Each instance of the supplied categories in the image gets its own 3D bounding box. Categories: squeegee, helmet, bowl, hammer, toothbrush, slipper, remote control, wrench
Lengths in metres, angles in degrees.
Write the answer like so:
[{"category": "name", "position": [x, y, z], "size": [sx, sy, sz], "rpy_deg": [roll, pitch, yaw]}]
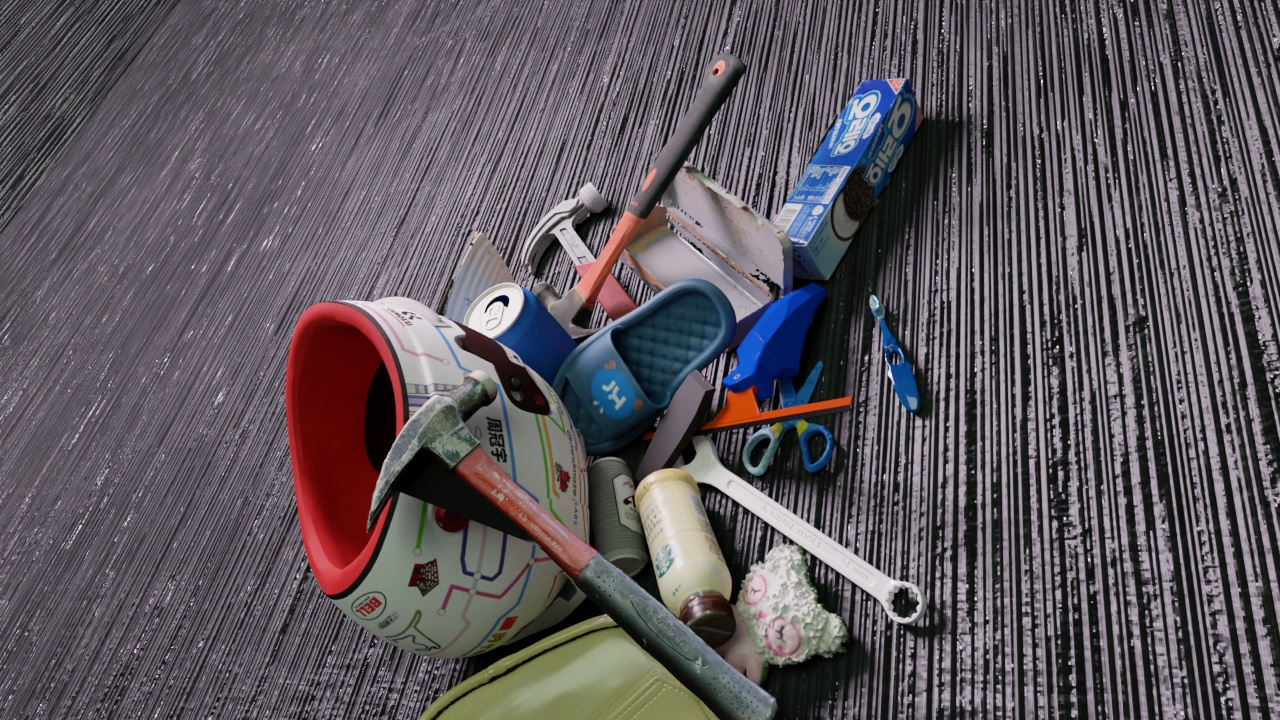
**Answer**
[{"category": "squeegee", "position": [0.119, -0.010, 0.822], "size": [0.250, 0.055, 0.184], "rpy_deg": [-16, 27, 51]}, {"category": "helmet", "position": [-0.164, 0.099, 0.803], "size": [0.232, 0.235, 0.314], "rpy_deg": [-39, 58, 33]}, {"category": "bowl", "position": [-0.173, -0.049, 1.033], "size": [0.071, 0.178, 0.176], "rpy_deg": [18, 59, -4]}, {"category": "hammer", "position": [-0.044, 0.150, 0.638], "size": [0.326, 0.036, 0.140], "rpy_deg": [40, 54, 7]}, {"category": "hammer", "position": [0.003, -0.161, 0.935], "size": [0.334, 0.033, 0.133], "rpy_deg": [-57, 45, 16]}, {"category": "toothbrush", "position": [0.219, -0.008, 0.794], "size": [0.021, 0.016, 0.132], "rpy_deg": [-24, 45, 19]}, {"category": "slipper", "position": [-0.005, 0.005, 0.856], "size": [0.214, 0.059, 0.104], "rpy_deg": [-42, 85, 18]}, {"category": "hammer", "position": [-0.044, -0.085, 1.027], "size": [0.126, 0.036, 0.315], "rpy_deg": [-39, 44, 4]}, {"category": "remote control", "position": [0.028, 0.068, 0.824], "size": [0.039, 0.010, 0.125], "rpy_deg": [49, 118, 47]}, {"category": "wrench", "position": [0.116, 0.130, 0.748], "size": [0.273, 0.009, 0.047], "rpy_deg": [31, 94, 44]}]

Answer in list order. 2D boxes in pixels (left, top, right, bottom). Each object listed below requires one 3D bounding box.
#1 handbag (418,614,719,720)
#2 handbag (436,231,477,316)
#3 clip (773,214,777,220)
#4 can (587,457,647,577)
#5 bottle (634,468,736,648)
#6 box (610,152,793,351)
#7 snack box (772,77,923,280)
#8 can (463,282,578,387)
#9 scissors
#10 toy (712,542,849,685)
[{"category": "handbag", "position": [-0.043, 0.287, 0.692], "size": [0.233, 0.088, 0.191], "rpy_deg": [-39, 58, 0]}, {"category": "handbag", "position": [-0.225, -0.096, 1.142], "size": [0.084, 0.027, 0.177], "rpy_deg": [124, 162, -44]}, {"category": "clip", "position": [0.128, -0.124, 0.948], "size": [0.037, 0.022, 0.058], "rpy_deg": [-10, 52, 23]}, {"category": "can", "position": [-0.022, 0.139, 0.818], "size": [0.044, 0.044, 0.106], "rpy_deg": [-26, 45, 14]}, {"category": "bottle", "position": [0.036, 0.156, 0.734], "size": [0.056, 0.056, 0.162], "rpy_deg": [-32, 32, 8]}, {"category": "box", "position": [0.052, -0.114, 0.922], "size": [0.105, 0.096, 0.216], "rpy_deg": [-35, 48, -10]}, {"category": "snack box", "position": [0.205, -0.184, 0.918], "size": [0.059, 0.059, 0.226], "rpy_deg": [13, 63, 45]}, {"category": "can", "position": [-0.106, -0.006, 0.918], "size": [0.079, 0.146, 0.078], "rpy_deg": [-18, 47, 21]}, {"category": "scissors", "position": [0.127, 0.052, 0.813], "size": [0.105, 0.019, 0.131], "rpy_deg": [-21, 43, 17]}, {"category": "toy", "position": [0.094, 0.199, 0.695], "size": [0.109, 0.041, 0.095], "rpy_deg": [-39, 45, 11]}]
